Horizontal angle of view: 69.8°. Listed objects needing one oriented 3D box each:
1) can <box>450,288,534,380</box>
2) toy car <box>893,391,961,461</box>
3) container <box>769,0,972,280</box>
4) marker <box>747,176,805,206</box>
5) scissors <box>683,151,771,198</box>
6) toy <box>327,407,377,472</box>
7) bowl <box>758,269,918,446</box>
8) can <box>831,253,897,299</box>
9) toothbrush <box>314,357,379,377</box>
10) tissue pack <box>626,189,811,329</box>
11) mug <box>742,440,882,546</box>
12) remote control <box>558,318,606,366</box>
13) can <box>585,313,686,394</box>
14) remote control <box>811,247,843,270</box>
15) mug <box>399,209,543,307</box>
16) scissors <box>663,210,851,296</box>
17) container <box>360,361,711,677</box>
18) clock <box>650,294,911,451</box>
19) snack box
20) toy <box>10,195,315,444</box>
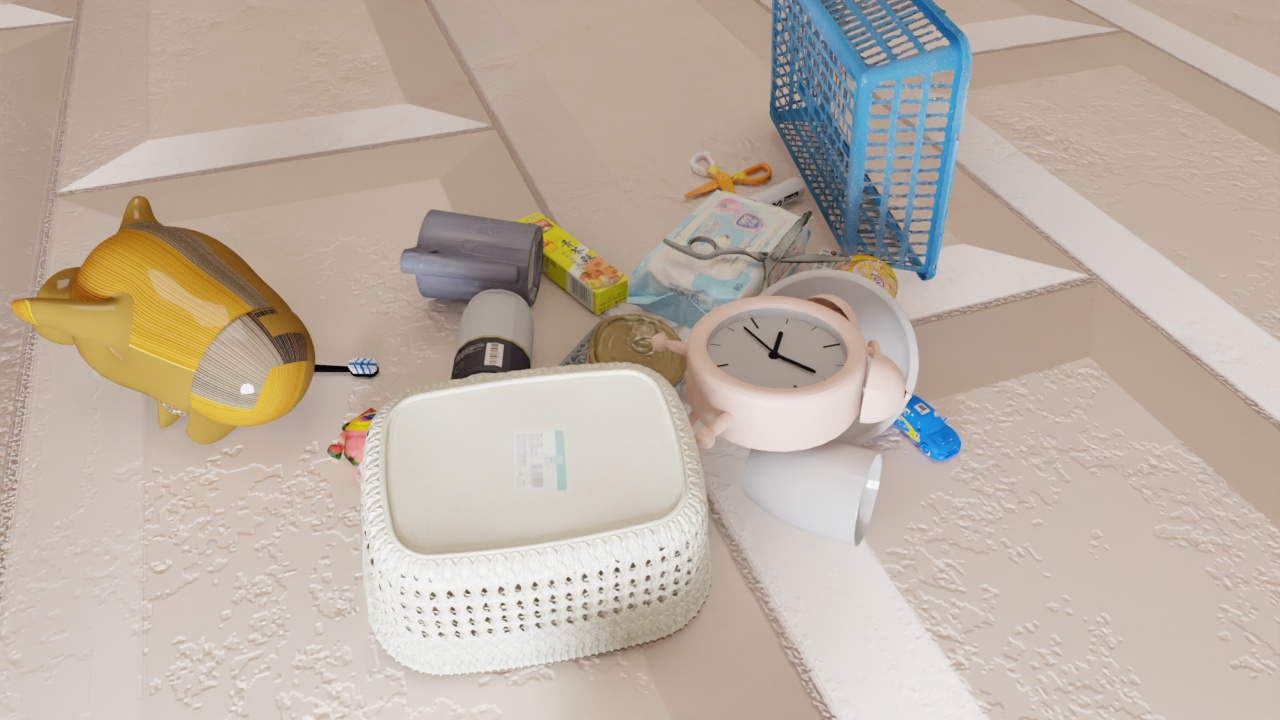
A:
[{"bbox_3d":[-0.125,-0.008,0.786,0.064,0.064,0.127,0,42,-3],"label":"can"},{"bbox_3d":[0.231,0.031,0.759,0.033,0.062,0.092,-22,47,-24],"label":"toy car"},{"bbox_3d":[0.215,-0.278,0.962,0.089,0.258,0.361,-10,43,-3],"label":"container"},{"bbox_3d":[0.129,-0.171,1.005,0.125,0.025,0.025,-27,50,-28],"label":"marker"},{"bbox_3d":[0.092,-0.211,1.058,0.125,0.011,0.127,-27,48,-30],"label":"scissors"},{"bbox_3d":[-0.195,0.060,0.725,0.084,0.046,0.103,19,41,26],"label":"toy"},{"bbox_3d":[0.153,0.001,0.766,0.150,0.043,0.149,-1,84,13],"label":"bowl"},{"bbox_3d":[0.194,-0.044,0.837,0.068,0.068,0.104,16,43,14],"label":"can"},{"bbox_3d":[-0.313,0.005,0.802,0.168,0.014,0.014,2,53,-1],"label":"toothbrush"},{"bbox_3d":[0.078,-0.094,0.885,0.112,0.070,0.181,25,48,22],"label":"tissue pack"},{"bbox_3d":[0.134,0.088,0.699,0.089,0.071,0.107,13,15,24],"label":"mug"},{"bbox_3d":[-0.054,0.007,0.810,0.033,0.013,0.136,22,46,20],"label":"remote control"},{"bbox_3d":[-0.005,0.005,0.782,0.086,0.043,0.086,7,49,-8],"label":"can"},{"bbox_3d":[0.178,-0.073,0.908,0.028,0.012,0.123,16,44,15],"label":"remote control"},{"bbox_3d":[-0.152,-0.091,0.848,0.104,0.084,0.123,8,11,3],"label":"mug"},{"bbox_3d":[0.105,-0.095,0.831,0.173,0.014,0.141,14,55,2],"label":"scissors"},{"bbox_3d":[-0.070,0.098,0.613,0.246,0.143,0.184,-8,56,-11],"label":"container"},{"bbox_3d":[0.102,0.015,0.688,0.160,0.086,0.131,-16,39,-6],"label":"clock"},{"bbox_3d":[-0.074,-0.099,0.914,0.040,0.029,0.148,-29,51,-30],"label":"snack box"},{"bbox_3d":[-0.352,-0.016,0.731,0.203,0.163,0.198,29,19,16],"label":"toy"}]
